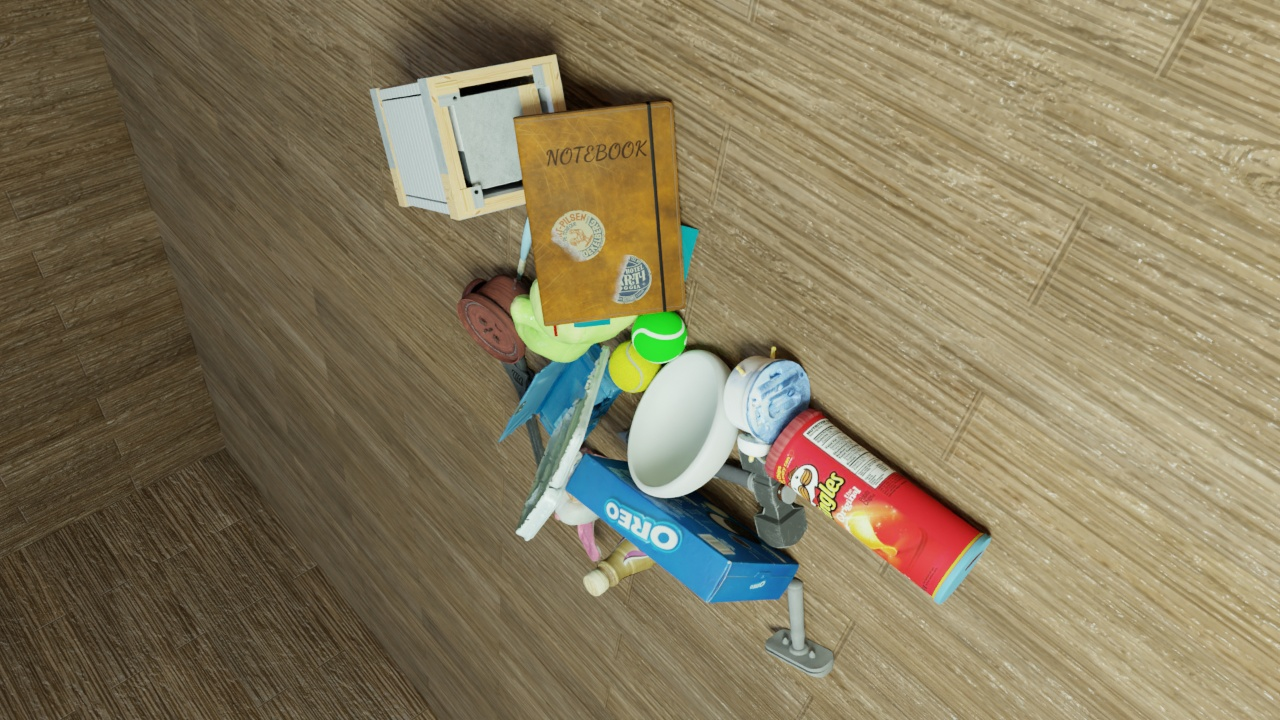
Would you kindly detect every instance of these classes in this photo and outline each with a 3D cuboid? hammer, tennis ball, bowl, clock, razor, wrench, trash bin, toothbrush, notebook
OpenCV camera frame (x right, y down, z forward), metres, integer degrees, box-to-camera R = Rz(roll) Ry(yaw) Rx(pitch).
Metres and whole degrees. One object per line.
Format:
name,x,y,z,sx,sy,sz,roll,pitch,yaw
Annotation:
hammer,0.069,0.127,1.164,0.323,0.043,0.156,14,126,50
tennis ball,-0.007,0.007,1.140,0.065,0.065,0.065,32,138,34
bowl,0.061,0.079,1.060,0.066,0.176,0.177,25,159,-28
clock,-0.202,-0.062,1.317,0.158,0.072,0.120,-4,127,55
razor,0.197,0.328,1.152,0.088,0.047,0.116,15,119,46
wrench,-0.179,0.089,1.473,0.073,0.018,0.273,22,133,43
trash bin,-0.195,-0.257,1.054,0.247,0.142,0.142,24,128,59
toothbrush,-0.161,-0.149,1.264,0.022,0.016,0.155,47,145,18
notebook,-0.030,-0.147,0.988,0.014,0.178,0.250,-103,7,-61
tennis ball,0.022,-0.029,1.075,0.065,0.065,0.065,32,138,34
clock,0.135,0.052,0.972,0.052,0.088,0.125,18,127,52

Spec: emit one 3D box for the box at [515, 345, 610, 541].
box,-0.088,0.098,1.123,0.045,0.209,0.192,25,121,-7

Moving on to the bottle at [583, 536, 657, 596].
bottle,-0.007,0.262,1.246,0.060,0.165,0.060,33,139,34

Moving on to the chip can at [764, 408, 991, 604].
chip can,0.232,0.142,0.918,0.213,0.086,0.087,38,141,28

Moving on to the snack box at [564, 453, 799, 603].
snack box,0.052,0.202,1.112,0.239,0.195,0.056,32,96,34

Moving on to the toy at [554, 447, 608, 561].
toy,-0.093,0.204,1.390,0.159,0.084,0.195,49,147,25

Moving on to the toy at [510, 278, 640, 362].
toy,-0.079,-0.057,1.117,0.197,0.150,0.107,155,125,-68

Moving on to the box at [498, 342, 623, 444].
box,-0.120,0.072,1.297,0.094,0.111,0.232,53,146,10
